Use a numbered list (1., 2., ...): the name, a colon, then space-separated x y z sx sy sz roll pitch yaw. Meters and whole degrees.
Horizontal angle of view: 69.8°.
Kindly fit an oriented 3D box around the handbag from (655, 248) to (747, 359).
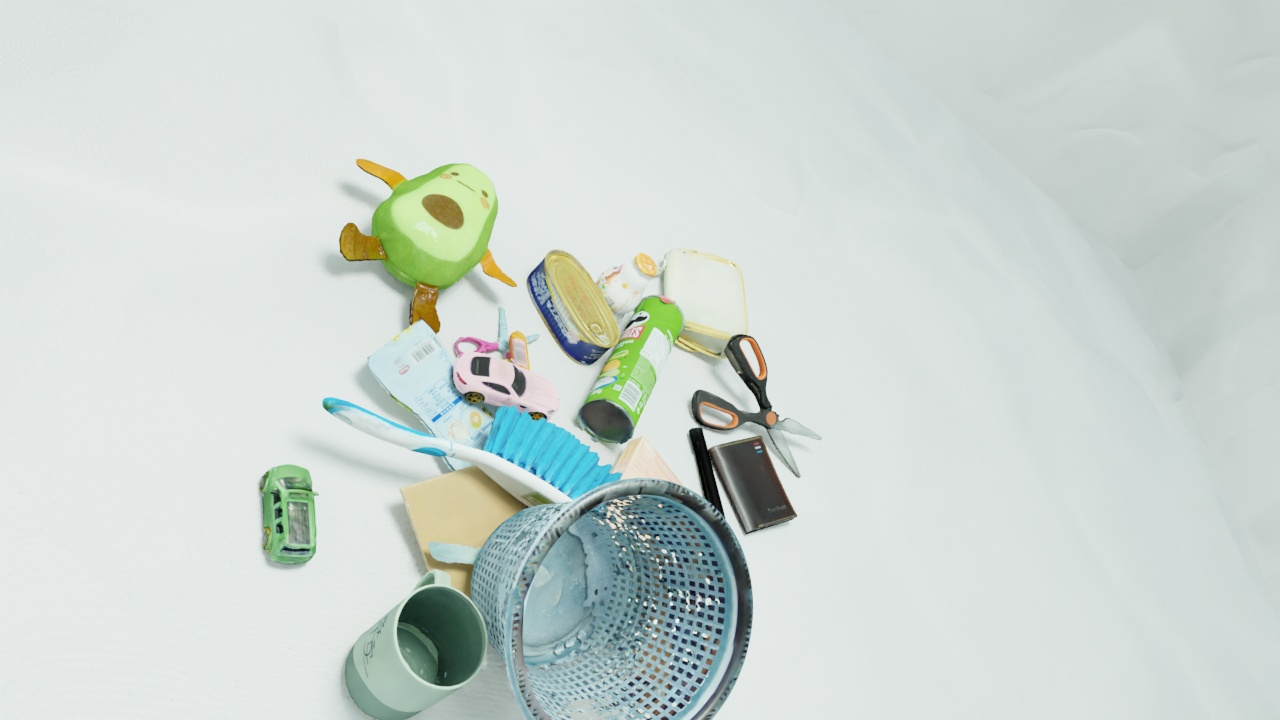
1. handbag: 0.061 -0.090 1.327 0.178 0.063 0.163 15 47 -16

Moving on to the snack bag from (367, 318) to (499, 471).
1. snack bag: -0.195 0.049 0.958 0.191 0.039 0.110 52 29 -9

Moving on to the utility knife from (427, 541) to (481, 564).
1. utility knife: -0.120 0.196 0.900 0.209 0.013 0.029 21 59 -42

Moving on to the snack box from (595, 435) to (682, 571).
1. snack box: -0.005 0.165 1.043 0.084 0.026 0.156 53 35 -17

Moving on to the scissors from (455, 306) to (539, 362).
1. scissors: -0.165 -0.016 1.067 0.128 0.017 0.133 16 43 -31

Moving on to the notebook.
1. notebook: -0.132 0.170 0.921 0.207 0.008 0.147 -14 81 -49

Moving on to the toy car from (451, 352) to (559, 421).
1. toy car: -0.140 0.025 0.969 0.122 0.037 0.056 20 44 -25

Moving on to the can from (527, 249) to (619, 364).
1. can: -0.086 -0.067 1.158 0.074 0.049 0.148 -16 71 -50

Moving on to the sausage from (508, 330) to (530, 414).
1. sausage: -0.131 0.028 1.021 0.021 0.022 0.165 19 42 -33

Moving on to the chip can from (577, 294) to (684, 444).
1. chip can: -0.007 0.007 1.153 0.072 0.072 0.235 40 39 -11

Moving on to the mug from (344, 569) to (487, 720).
1. mug: -0.186 0.231 0.757 0.082 0.107 0.111 26 44 -26

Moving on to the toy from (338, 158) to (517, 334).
1. toy: -0.236 -0.150 1.050 0.227 0.090 0.246 43 40 -18

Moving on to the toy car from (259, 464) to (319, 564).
1. toy car: -0.301 0.130 0.791 0.043 0.036 0.091 9 49 -39

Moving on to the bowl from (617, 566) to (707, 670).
1. bowl: 0.013 0.277 0.950 0.113 0.062 0.113 27 41 -26

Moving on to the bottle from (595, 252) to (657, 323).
1. bottle: -0.024 -0.095 1.194 0.063 0.109 0.063 27 42 -28

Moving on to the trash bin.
1. trash bin: -0.048 0.211 0.805 0.226 0.195 0.226 2 86 -30

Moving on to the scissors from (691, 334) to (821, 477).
1. scissors: 0.158 0.071 1.274 0.221 0.022 0.221 -15 95 -30

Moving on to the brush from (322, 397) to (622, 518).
1. brush: -0.152 0.085 0.899 0.314 0.061 0.109 38 53 -24

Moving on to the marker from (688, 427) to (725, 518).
1. marker: 0.084 0.144 1.168 0.022 0.020 0.131 32 37 -47

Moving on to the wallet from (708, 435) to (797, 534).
1. wallet: 0.148 0.162 1.210 0.096 0.020 0.122 -8 66 -37
